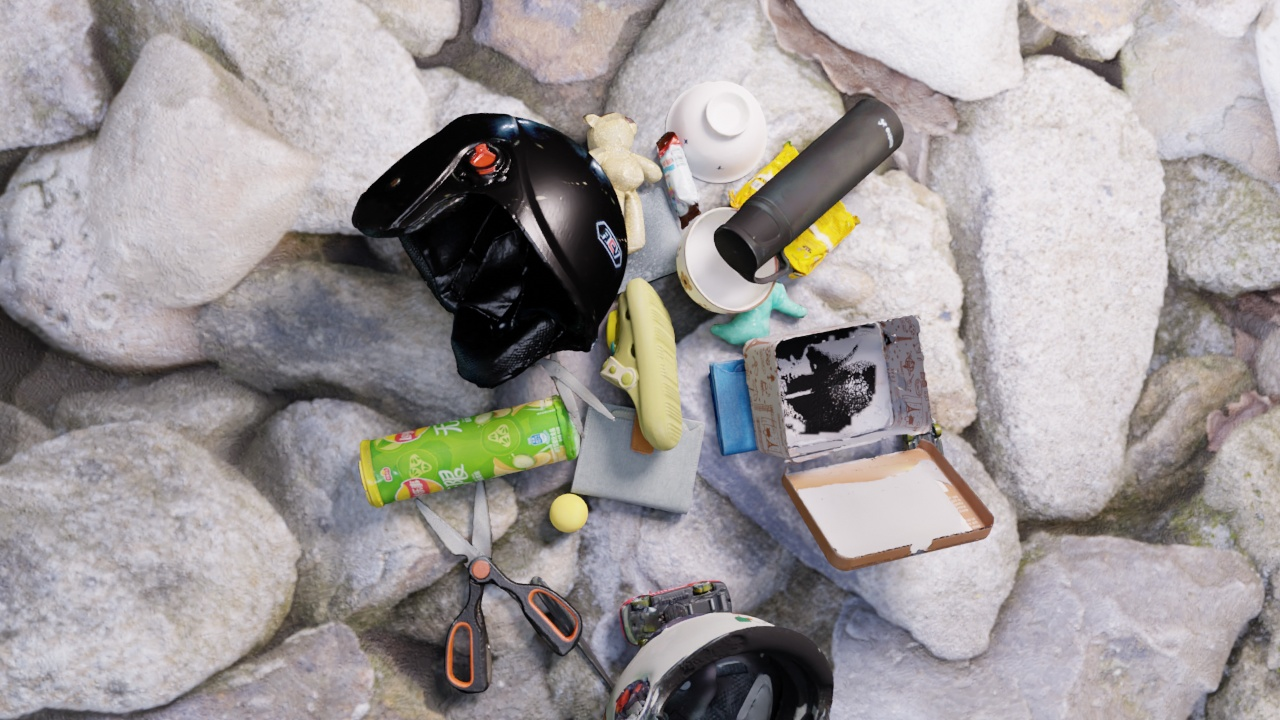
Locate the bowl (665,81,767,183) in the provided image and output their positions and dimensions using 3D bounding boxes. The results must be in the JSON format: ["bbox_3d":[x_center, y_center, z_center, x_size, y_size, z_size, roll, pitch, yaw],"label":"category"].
[{"bbox_3d":[0.091,-0.262,1.013,0.118,0.065,0.118,1,86,-8],"label":"bowl"}]

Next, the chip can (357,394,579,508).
[{"bbox_3d":[-0.173,0.092,0.947,0.221,0.073,0.072,-13,87,-9],"label":"chip can"}]

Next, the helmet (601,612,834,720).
[{"bbox_3d":[0.057,0.361,0.906,0.229,0.157,0.274,16,93,-26],"label":"helmet"}]

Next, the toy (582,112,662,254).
[{"bbox_3d":[-0.026,-0.191,0.987,0.105,0.066,0.157,1,76,-33],"label":"toy"}]

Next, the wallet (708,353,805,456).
[{"bbox_3d":[0.146,0.044,1.011,0.133,0.040,0.106,-8,91,-9],"label":"wallet"}]

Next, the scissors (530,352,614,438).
[{"bbox_3d":[-0.092,0.009,0.955,0.166,0.014,0.162,4,60,13],"label":"scissors"}]

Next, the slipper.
[{"bbox_3d":[-0.006,0.006,0.959,0.082,0.091,0.190,-13,68,13],"label":"slipper"}]

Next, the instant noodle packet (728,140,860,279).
[{"bbox_3d":[0.168,-0.167,1.026,0.110,0.044,0.128,-44,95,-15],"label":"instant noodle packet"}]

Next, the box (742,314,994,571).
[{"bbox_3d":[0.224,0.079,0.943,0.179,0.130,0.272,-10,66,-17],"label":"box"}]

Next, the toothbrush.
[{"bbox_3d":[-0.061,0.304,0.974,0.015,0.018,0.181,-35,89,-1],"label":"toothbrush"}]

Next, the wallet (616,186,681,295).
[{"bbox_3d":[-0.014,-0.128,1.014,0.120,0.019,0.097,-21,87,-7],"label":"wallet"}]

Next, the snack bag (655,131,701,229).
[{"bbox_3d":[0.042,-0.200,1.009,0.026,0.045,0.105,-12,80,-31],"label":"snack bag"}]

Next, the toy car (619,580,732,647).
[{"bbox_3d":[0.036,0.267,0.974,0.120,0.045,0.053,-10,85,-14],"label":"toy car"}]

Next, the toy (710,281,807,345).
[{"bbox_3d":[0.135,-0.053,1.020,0.096,0.030,0.092,23,85,-8],"label":"toy"}]

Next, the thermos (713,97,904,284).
[{"bbox_3d":[0.182,-0.177,0.976,0.242,0.068,0.090,-42,126,-20],"label":"thermos"}]

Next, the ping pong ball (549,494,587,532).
[{"bbox_3d":[-0.076,0.161,0.970,0.040,0.040,0.040,1,85,-8],"label":"ping pong ball"}]

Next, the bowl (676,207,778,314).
[{"bbox_3d":[0.085,-0.101,0.988,0.113,0.062,0.113,5,77,-24],"label":"bowl"}]

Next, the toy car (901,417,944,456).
[{"bbox_3d":[0.316,0.107,1.028,0.042,0.035,0.090,-7,86,-9],"label":"toy car"}]

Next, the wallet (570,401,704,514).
[{"bbox_3d":[-0.001,0.102,0.987,0.129,0.037,0.106,12,85,-7],"label":"wallet"}]

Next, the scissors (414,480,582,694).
[{"bbox_3d":[-0.154,0.238,0.963,0.225,0.022,0.220,16,82,-1],"label":"scissors"}]

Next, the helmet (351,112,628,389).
[{"bbox_3d":[-0.124,-0.118,0.880,0.275,0.233,0.229,19,62,34],"label":"helmet"}]
